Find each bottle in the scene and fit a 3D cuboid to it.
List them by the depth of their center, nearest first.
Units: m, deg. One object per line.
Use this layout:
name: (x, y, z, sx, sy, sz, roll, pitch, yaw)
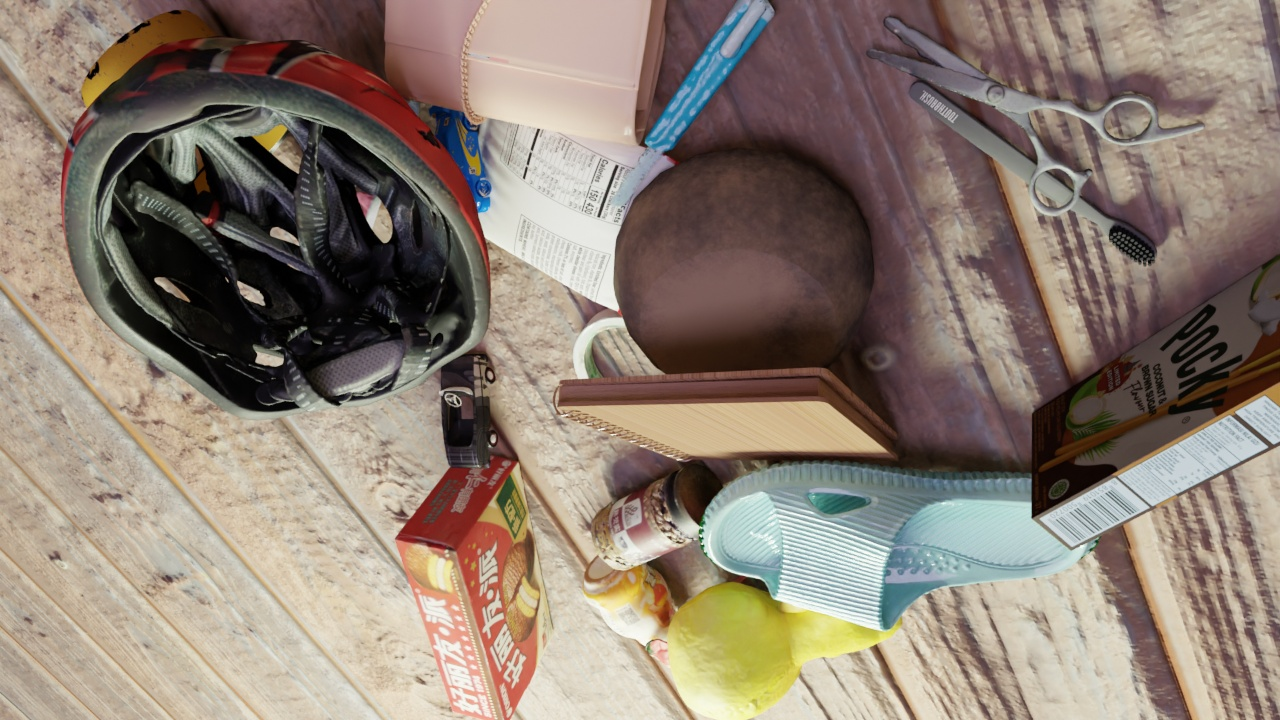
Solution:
bottle: (0.014, 0.127, 0.736, 0.105, 0.056, 0.056, -32, 107, 37)
bottle: (-0.001, 0.214, 0.804, 0.063, 0.062, 0.109, -23, 116, 34)

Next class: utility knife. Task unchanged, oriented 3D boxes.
utility knife: (0.024, -0.148, 0.530, 0.022, 0.015, 0.149, 37, 113, -9)

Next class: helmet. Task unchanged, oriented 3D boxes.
helmet: (-0.209, -0.079, 0.551, 0.217, 0.166, 0.272, -19, 145, 0)

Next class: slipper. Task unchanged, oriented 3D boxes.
slipper: (0.174, 0.127, 0.636, 0.276, 0.069, 0.116, -2, 121, 13)

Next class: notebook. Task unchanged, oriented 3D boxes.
notebook: (0.061, 0.041, 0.587, 0.169, 0.022, 0.210, -2, 165, 25)

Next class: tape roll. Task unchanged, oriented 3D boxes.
tape roll: (-0.004, 0.004, 0.679, 0.094, 0.018, 0.094, 12, 127, 16)

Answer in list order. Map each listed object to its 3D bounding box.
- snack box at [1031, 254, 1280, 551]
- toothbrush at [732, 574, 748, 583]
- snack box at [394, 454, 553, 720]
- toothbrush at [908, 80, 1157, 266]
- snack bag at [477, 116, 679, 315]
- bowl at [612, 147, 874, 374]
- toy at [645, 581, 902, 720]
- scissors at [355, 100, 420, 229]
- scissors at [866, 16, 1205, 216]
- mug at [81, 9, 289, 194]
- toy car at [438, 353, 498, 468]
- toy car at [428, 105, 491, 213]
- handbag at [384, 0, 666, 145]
snack box: (0.301, 0.020, 0.503, 0.031, 0.100, 0.187, 38, 130, -7)
toothbrush: (0.083, 0.191, 0.781, 0.015, 0.015, 0.185, 28, 130, -1)
snack box: (-0.141, 0.208, 0.826, 0.060, 0.112, 0.237, 8, 127, 19)
toothbrush: (0.218, -0.104, 0.508, 0.167, 0.013, 0.013, 36, 130, -1)
snack bag: (-0.051, -0.106, 0.602, 0.144, 0.039, 0.131, 31, 133, 8)
bowl: (0.061, -0.041, 0.560, 0.162, 0.070, 0.162, 5, 133, 5)
toy: (0.106, 0.230, 0.748, 0.208, 0.092, 0.134, -27, 126, 10)
scissors: (-0.171, -0.113, 0.661, 0.175, 0.013, 0.171, 41, 131, 3)
scissors: (0.205, -0.143, 0.483, 0.121, 0.014, 0.160, -33, 98, 25)
mug: (-0.316, -0.169, 0.638, 0.094, 0.100, 0.124, 48, 142, -12)
toy car: (-0.141, 0.041, 0.735, 0.040, 0.037, 0.092, -2, 90, 27)
toy car: (-0.136, -0.138, 0.595, 0.033, 0.061, 0.092, 5, 108, 52)
handbag: (-0.089, -0.175, 0.470, 0.199, 0.186, 0.117, 14, 111, 9)
